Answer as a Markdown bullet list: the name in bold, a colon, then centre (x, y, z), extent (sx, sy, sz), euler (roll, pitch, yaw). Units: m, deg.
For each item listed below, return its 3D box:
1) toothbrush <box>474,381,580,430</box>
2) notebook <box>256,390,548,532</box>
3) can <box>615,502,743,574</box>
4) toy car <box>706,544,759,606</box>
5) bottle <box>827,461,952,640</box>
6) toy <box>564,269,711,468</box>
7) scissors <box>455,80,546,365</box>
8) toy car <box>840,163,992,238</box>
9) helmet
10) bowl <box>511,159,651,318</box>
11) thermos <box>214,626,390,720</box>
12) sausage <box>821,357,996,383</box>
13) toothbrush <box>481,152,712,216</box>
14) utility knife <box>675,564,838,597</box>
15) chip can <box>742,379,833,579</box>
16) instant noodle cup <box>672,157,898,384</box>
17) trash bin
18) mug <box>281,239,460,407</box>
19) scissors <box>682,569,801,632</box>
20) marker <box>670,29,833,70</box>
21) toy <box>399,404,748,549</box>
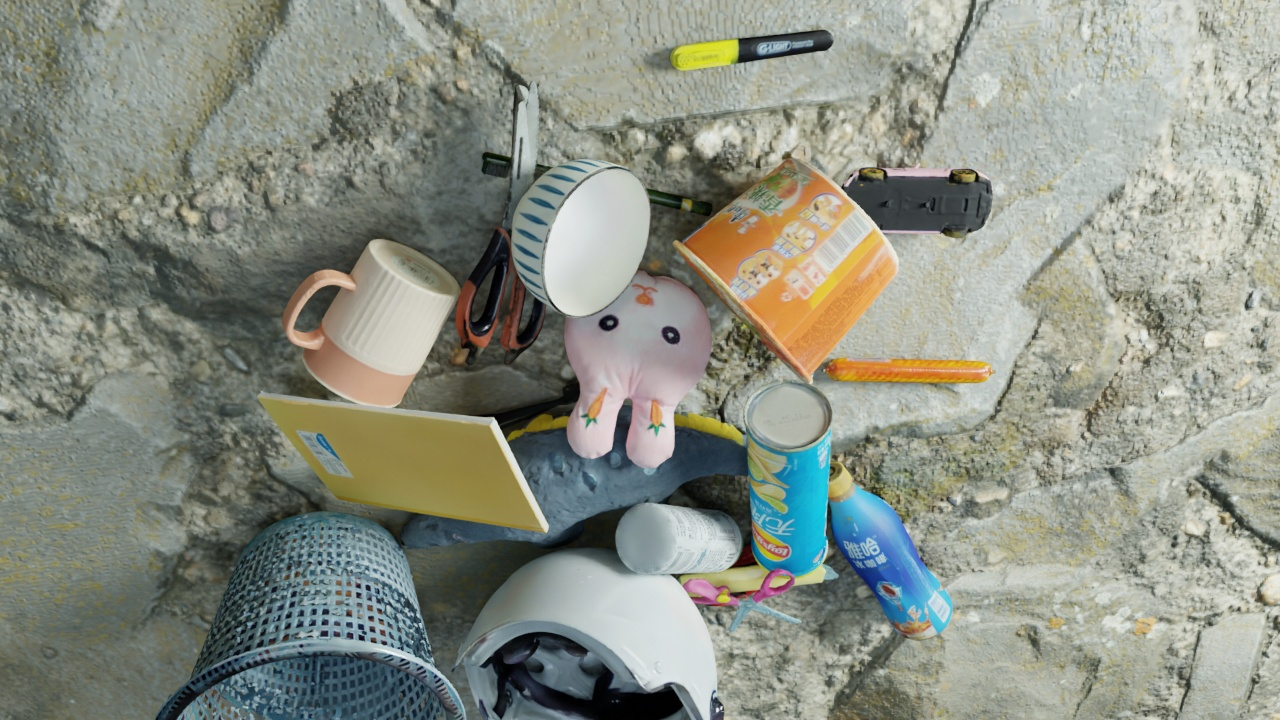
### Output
- **toothbrush**: centre (-0.145, 0.060, 0.792), extent (0.213, 0.026, 0.027), euler (-19, 134, 2)
- **notebook**: centre (-0.185, 0.082, 0.726), extent (0.206, 0.010, 0.146), euler (4, 140, 20)
- **can**: centre (0.038, 0.158, 0.806), extent (0.058, 0.058, 0.146), euler (-45, 152, 14)
- **toy car**: centre (0.102, 0.209, 0.899), extent (0.106, 0.031, 0.049), euler (-24, 116, 7)
- **bottle**: centre (0.229, 0.182, 0.883), extent (0.065, 0.065, 0.219), euler (-33, 116, 9)
- **toy**: centre (-0.004, 0.004, 0.736), extent (0.121, 0.054, 0.159), euler (9, 78, -9)
- **scissors**: centre (-0.103, -0.096, 0.692), extent (0.193, 0.015, 0.207), euler (-51, 145, -17)
- **toy car**: centre (0.222, -0.130, 0.744), extent (0.122, 0.037, 0.056), euler (2, 114, 5)
- **helmet**: centre (-0.033, 0.260, 0.831), extent (0.229, 0.145, 0.259), euler (-6, 136, 26)
- **bowl**: centre (-0.053, -0.097, 0.686), extent (0.116, 0.066, 0.117), euler (-33, 137, -37)
- **thermos**: centre (-0.315, 0.337, 0.886), extent (0.070, 0.070, 0.220), euler (-37, 115, 10)
- **sausage**: centre (0.242, 0.009, 0.822), extent (0.165, 0.021, 0.021), euler (1, 116, -8)
- **toothbrush**: centre (-0.032, -0.135, 0.719), extent (0.185, 0.012, 0.017), euler (10, 120, -13)
- **utility knife**: centre (0.105, 0.209, 0.870), extent (0.163, 0.018, 0.031), euler (-6, 116, 13)
- **chip can**: centre (0.127, 0.108, 0.787), extent (0.071, 0.071, 0.210), euler (-13, 140, -2)
- **instant noodle cup**: centre (0.116, -0.073, 0.701), extent (0.111, 0.151, 0.151), euler (-44, 114, 5)
- **trash bin**: centre (-0.266, 0.241, 0.762), extent (0.226, 0.195, 0.227), euler (-7, 124, -11)
- **mug**: centre (-0.209, -0.033, 0.699), extent (0.114, 0.081, 0.106), euler (19, 112, -42)
- **scissors**: centre (0.104, 0.225, 0.864), extent (0.133, 0.017, 0.136), euler (25, 133, -22)
- **marker**: centre (0.084, -0.232, 0.685), extent (0.124, 0.015, 0.018), euler (-9, 120, -5)
- **toy**: centre (-0.050, 0.100, 0.798), extent (0.356, 0.091, 0.138), euler (-15, 145, 1)
